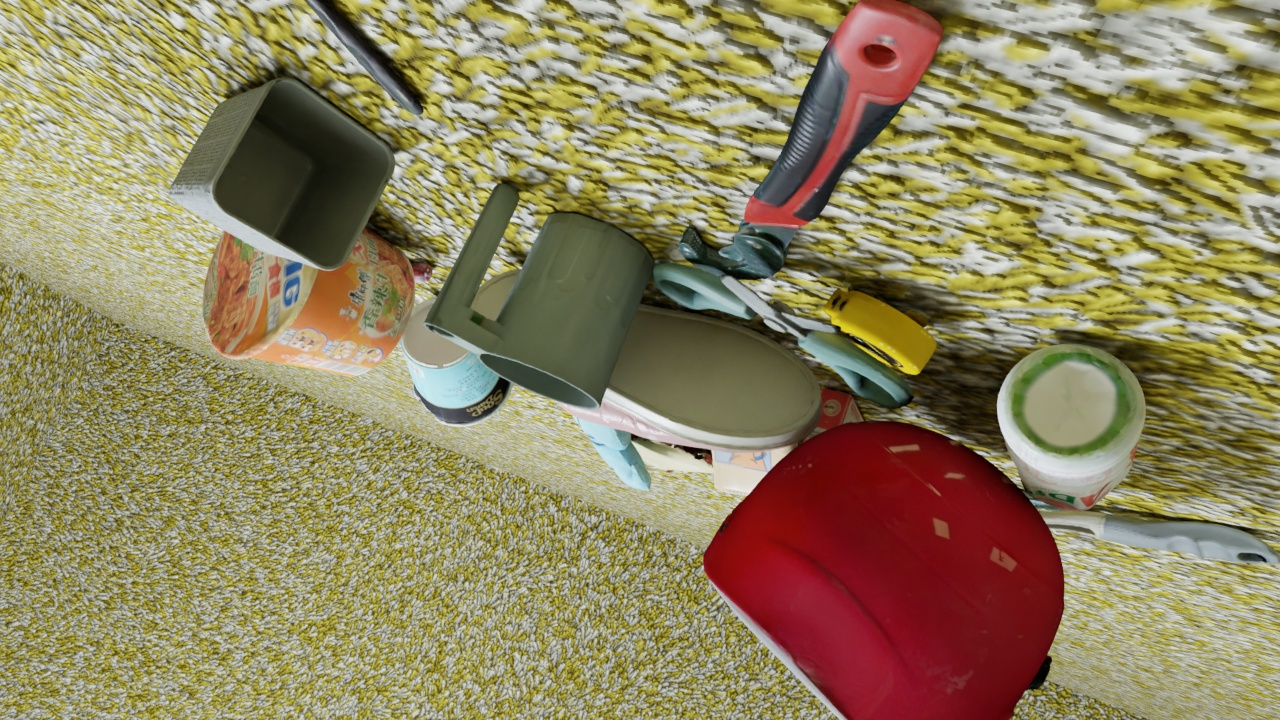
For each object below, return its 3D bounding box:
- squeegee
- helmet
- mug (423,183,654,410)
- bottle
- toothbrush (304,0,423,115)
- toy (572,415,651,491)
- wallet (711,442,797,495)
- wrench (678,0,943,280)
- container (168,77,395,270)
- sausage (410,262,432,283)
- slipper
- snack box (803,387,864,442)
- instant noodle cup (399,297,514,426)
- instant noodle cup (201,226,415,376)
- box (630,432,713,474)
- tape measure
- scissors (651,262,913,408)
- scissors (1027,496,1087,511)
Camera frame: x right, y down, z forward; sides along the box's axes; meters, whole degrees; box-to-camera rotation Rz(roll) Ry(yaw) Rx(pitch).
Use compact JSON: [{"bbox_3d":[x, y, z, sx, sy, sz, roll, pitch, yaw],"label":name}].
[{"bbox_3d":[0.360,0.136,0.725,0.247,0.039,0.246,-7,127,45],"label":"squeegee"},{"bbox_3d":[0.178,0.117,0.582,0.239,0.144,0.207,-12,-133,-47],"label":"helmet"},{"bbox_3d":[-0.060,-0.040,0.579,0.124,0.103,0.084,31,164,-29],"label":"mug"},{"bbox_3d":[0.250,0.051,0.536,0.068,0.068,0.197,15,168,28],"label":"bottle"},{"bbox_3d":[-0.154,-0.167,0.426,0.016,0.018,0.181,12,165,26],"label":"toothbrush"},{"bbox_3d":[-0.037,0.049,0.865,0.161,0.049,0.156,54,164,26],"label":"toy"},{"bbox_3d":[0.086,0.049,0.701,0.024,0.115,0.087,-13,-167,-39],"label":"wallet"},{"bbox_3d":[0.066,-0.081,0.415,0.056,0.016,0.274,23,167,-4],"label":"wrench"},{"bbox_3d":[-0.235,-0.118,0.588,0.114,0.090,0.090,12,163,47],"label":"container"},{"bbox_3d":[-0.229,-0.080,0.860,0.020,0.020,0.156,32,163,-35],"label":"sausage"},{"bbox_3d":[-0.004,0.004,0.659,0.274,0.113,0.054,19,140,20],"label":"slipper"},{"bbox_3d":[0.166,0.086,0.763,0.027,0.077,0.156,15,165,28],"label":"snack box"},{"bbox_3d":[-0.190,-0.005,0.934,0.111,0.111,0.121,20,157,10],"label":"instant noodle cup"},{"bbox_3d":[-0.267,-0.058,0.757,0.152,0.151,0.111,11,171,38],"label":"instant noodle cup"},{"bbox_3d":[0.031,0.079,0.939,0.091,0.079,0.169,27,166,-17],"label":"box"},{"bbox_3d":[0.136,-0.018,0.507,0.060,0.029,0.057,31,-178,-38],"label":"tape measure"},{"bbox_3d":[0.082,-0.019,0.556,0.173,0.019,0.170,30,178,-37],"label":"scissors"},{"bbox_3d":[0.327,0.117,0.773,0.135,0.017,0.063,9,149,29],"label":"scissors"}]
